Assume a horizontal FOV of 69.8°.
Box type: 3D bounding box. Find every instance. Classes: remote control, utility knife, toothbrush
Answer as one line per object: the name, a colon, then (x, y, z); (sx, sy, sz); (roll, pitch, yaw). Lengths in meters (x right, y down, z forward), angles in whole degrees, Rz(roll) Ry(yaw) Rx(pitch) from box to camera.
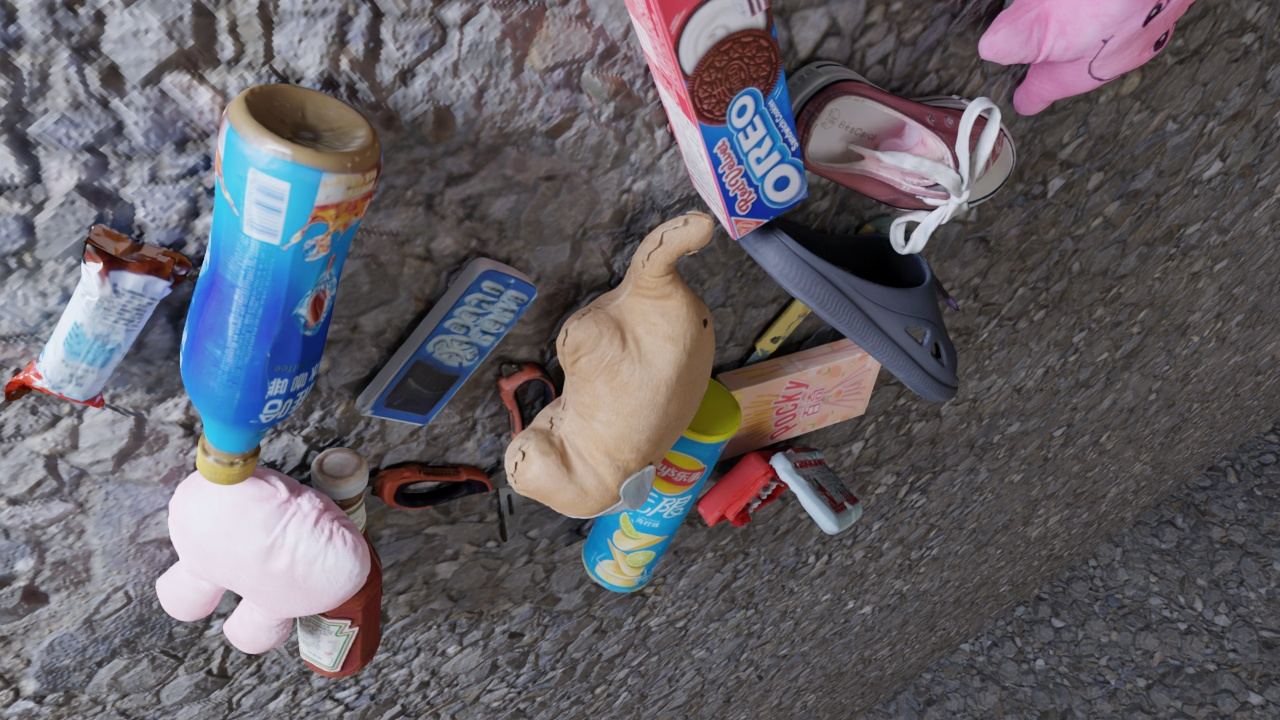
remote control: (-0.116, -0.009, 0.549); (0.125, 0.024, 0.049); (-47, 145, 16)
utility knife: (0.136, -0.050, 0.735); (0.031, 0.019, 0.179); (19, 124, -45)
toothbrush: (0.256, -0.076, 0.806); (0.017, 0.014, 0.189); (-55, 144, 7)

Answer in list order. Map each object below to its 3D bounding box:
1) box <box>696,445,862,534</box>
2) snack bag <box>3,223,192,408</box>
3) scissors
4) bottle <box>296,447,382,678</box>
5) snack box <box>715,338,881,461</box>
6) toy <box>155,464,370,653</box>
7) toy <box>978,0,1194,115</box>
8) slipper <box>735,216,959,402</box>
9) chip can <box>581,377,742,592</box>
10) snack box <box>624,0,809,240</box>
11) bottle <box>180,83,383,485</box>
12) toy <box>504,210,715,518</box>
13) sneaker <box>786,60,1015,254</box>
box: (0.132, 0.131, 0.828); (0.095, 0.100, 0.201); (-45, 164, 12)
snack bag: (-0.250, -0.014, 0.421); (0.045, 0.026, 0.105); (24, 115, -43)
scissors: (-0.100, 0.076, 0.680); (0.224, 0.015, 0.189); (10, 126, -49)
bottle: (-0.206, 0.141, 0.630); (0.059, 0.059, 0.207); (-13, 137, -30)
snack box: (0.133, 0.030, 0.787); (0.157, 0.026, 0.085); (-16, 137, -21)
toy: (-0.235, 0.123, 0.558); (0.121, 0.054, 0.160); (35, 123, -16)
toy: (0.304, -0.234, 0.579); (0.179, 0.074, 0.194); (-34, 160, 24)
slipper: (0.172, -0.050, 0.661); (0.268, 0.110, 0.083); (28, 108, -42)
chip can: (0.012, 0.106, 0.765); (0.071, 0.071, 0.211); (-9, 139, -34)
snack box: (0.039, -0.150, 0.479); (0.057, 0.058, 0.207); (-32, 147, -1)
bottle: (-0.180, -0.021, 0.439); (0.065, 0.065, 0.219); (-4, 136, -39)
toy: (-0.004, 0.004, 0.612); (0.143, 0.082, 0.226); (3, 117, -56)
sneaker: (0.187, -0.130, 0.607); (0.240, 0.088, 0.118); (3, 131, -43)
